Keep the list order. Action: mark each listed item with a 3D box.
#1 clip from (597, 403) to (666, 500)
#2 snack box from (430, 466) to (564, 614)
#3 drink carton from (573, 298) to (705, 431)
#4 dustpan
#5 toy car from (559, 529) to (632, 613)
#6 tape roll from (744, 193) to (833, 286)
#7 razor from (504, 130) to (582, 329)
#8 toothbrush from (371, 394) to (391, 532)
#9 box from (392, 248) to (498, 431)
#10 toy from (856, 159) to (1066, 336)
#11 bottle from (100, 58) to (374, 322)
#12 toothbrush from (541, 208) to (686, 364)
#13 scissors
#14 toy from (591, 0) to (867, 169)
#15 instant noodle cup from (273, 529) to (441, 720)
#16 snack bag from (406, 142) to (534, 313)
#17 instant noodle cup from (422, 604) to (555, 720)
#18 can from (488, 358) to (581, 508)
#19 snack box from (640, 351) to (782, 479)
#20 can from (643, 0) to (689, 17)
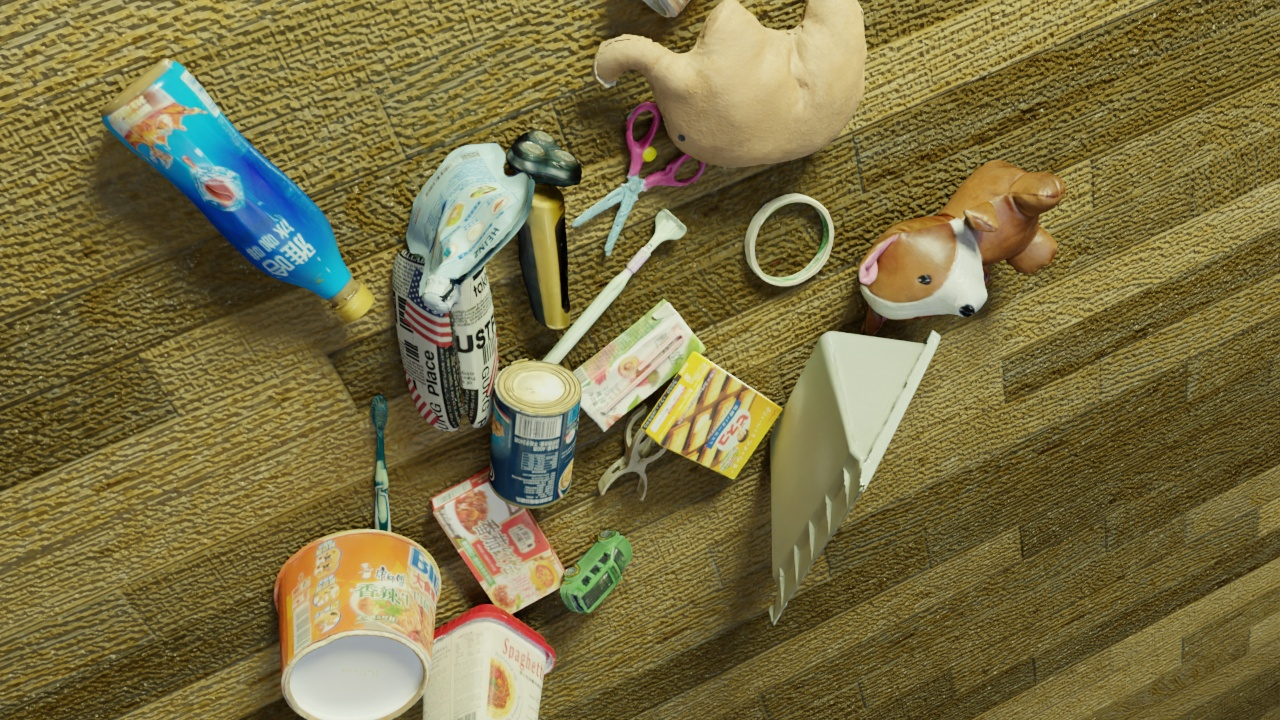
[{"bbox_3d":[-0.002,0.092,0.886,0.071,0.034,0.100,13,115,-26],"label":"clip"},{"bbox_3d":[-0.133,0.174,0.881,0.075,0.025,0.153,-27,121,-5],"label":"snack box"},{"bbox_3d":[-0.005,0.005,0.833,0.122,0.045,0.053,-38,120,1],"label":"drink carton"},{"bbox_3d":[0.212,0.086,0.850,0.142,0.257,0.223,9,136,-8],"label":"dustpan"},{"bbox_3d":[-0.041,0.211,0.914,0.091,0.036,0.043,-48,127,-31],"label":"toy car"},{"bbox_3d":[0.137,-0.110,0.847,0.085,0.014,0.086,-8,118,-16],"label":"tape roll"},{"bbox_3d":[-0.076,-0.101,0.752,0.068,0.062,0.168,4,123,11],"label":"razor"},{"bbox_3d":[-0.232,0.118,0.822,0.016,0.018,0.192,-3,116,-19],"label":"toothbrush"},{"bbox_3d":[-0.168,-0.017,0.761,0.088,0.076,0.163,2,119,3],"label":"box"},{"bbox_3d":[0.292,-0.096,0.856,0.199,0.130,0.140,-24,141,1],"label":"toy"},{"bbox_3d":[-0.279,-0.112,0.665,0.065,0.065,0.219,-38,123,1],"label":"bottle"},{"bbox_3d":[-0.031,-0.054,0.811,0.029,0.020,0.190,41,98,0],"label":"toothbrush"},{"bbox_3d":[0.003,-0.147,0.778,0.113,0.017,0.134,12,110,-30],"label":"scissors"},{"bbox_3d":[0.076,-0.217,0.731,0.225,0.082,0.144,-13,123,-13],"label":"toy"},{"bbox_3d":[-0.250,0.242,0.813,0.151,0.111,0.152,-7,122,-12],"label":"instant noodle cup"},{"bbox_3d":[-0.125,-0.101,0.652,0.110,0.191,0.039,-42,120,2],"label":"snack bag"},{"bbox_3d":[-0.152,0.320,0.876,0.117,0.124,0.116,-33,123,19],"label":"instant noodle cup"},{"bbox_3d":[-0.092,0.063,0.800,0.075,0.075,0.111,-4,128,-18],"label":"can"},{"bbox_3d":[0.070,0.055,0.864,0.087,0.034,0.140,-55,142,4],"label":"snack box"},{"bbox_3d":[0.041,-0.318,0.683,0.058,0.058,0.116,37,98,-31],"label":"can"}]
